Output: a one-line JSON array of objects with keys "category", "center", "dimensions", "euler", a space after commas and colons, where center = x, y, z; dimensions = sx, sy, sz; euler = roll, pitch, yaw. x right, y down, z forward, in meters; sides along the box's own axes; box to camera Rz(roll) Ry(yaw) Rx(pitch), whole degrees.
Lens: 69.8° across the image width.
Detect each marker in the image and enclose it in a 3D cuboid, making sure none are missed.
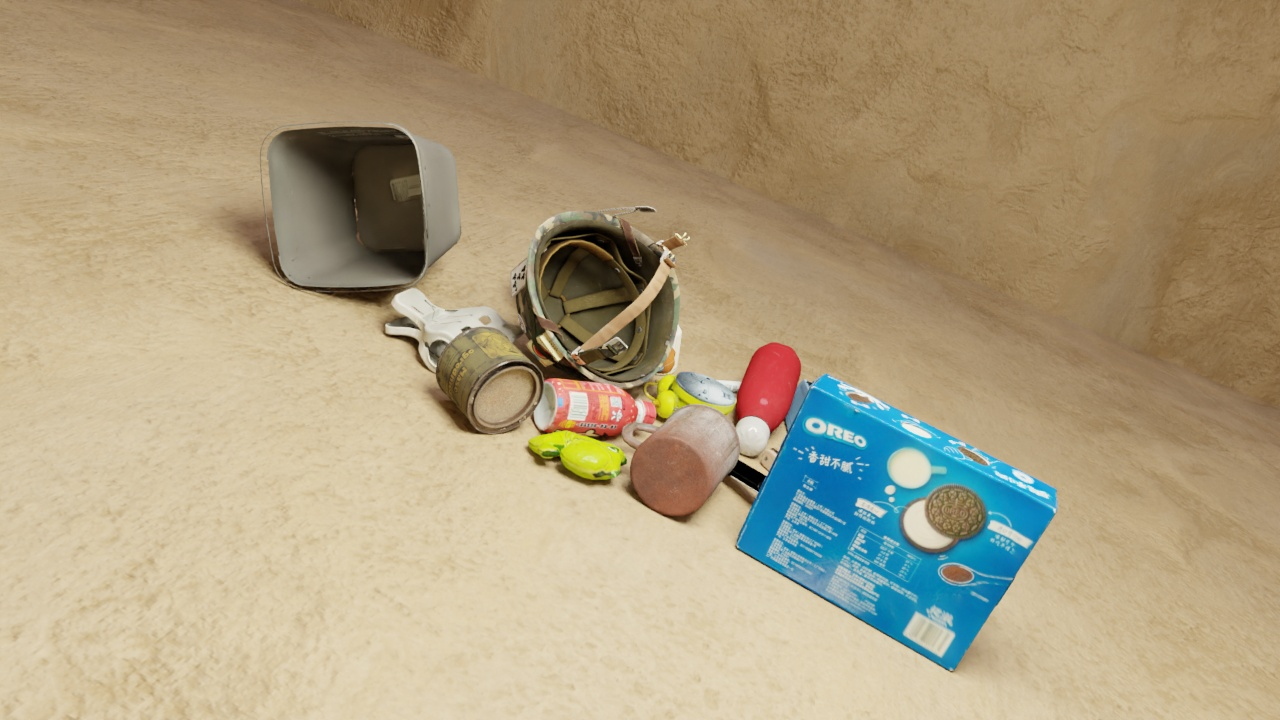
[{"category": "marker", "center": [0.152, 0.039, 1.317], "dimensions": [0.146, 0.017, 0.017], "euler": [5, 27, -37]}]

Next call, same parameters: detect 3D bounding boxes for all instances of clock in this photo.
[{"category": "clock", "center": [0.061, 0.050, 1.147], "dimensions": [0.119, 0.057, 0.083], "euler": [20, 22, -4]}]

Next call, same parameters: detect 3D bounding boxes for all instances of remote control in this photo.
[{"category": "remote control", "center": [0.104, 0.120, 1.041], "dimensions": [0.028, 0.012, 0.124], "euler": [-10, 24, -34]}]

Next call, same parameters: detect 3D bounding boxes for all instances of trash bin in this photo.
[{"category": "trash bin", "center": [-0.336, -0.202, 1.177], "dimensions": [0.197, 0.197, 0.219], "euler": [0, 13, 6]}]

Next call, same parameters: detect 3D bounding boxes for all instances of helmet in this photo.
[{"category": "helmet", "center": [-0.046, -0.070, 1.072], "dimensions": [0.237, 0.192, 0.224], "euler": [9, -36, 44]}]

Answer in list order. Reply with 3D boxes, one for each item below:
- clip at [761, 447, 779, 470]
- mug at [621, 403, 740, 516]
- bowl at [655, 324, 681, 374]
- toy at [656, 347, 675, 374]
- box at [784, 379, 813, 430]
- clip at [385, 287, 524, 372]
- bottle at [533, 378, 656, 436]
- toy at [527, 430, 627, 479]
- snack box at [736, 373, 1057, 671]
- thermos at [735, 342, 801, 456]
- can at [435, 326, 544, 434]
[{"category": "clip", "center": [0.175, 0.129, 1.109], "dimensions": [0.049, 0.026, 0.061], "euler": [14, 24, -23]}, {"category": "mug", "center": [0.033, 0.097, 0.963], "dimensions": [0.123, 0.096, 0.110], "euler": [19, 16, 16]}, {"category": "bowl", "center": [0.007, -0.035, 1.292], "dimensions": [0.115, 0.063, 0.115], "euler": [18, 21, -8]}, {"category": "toy", "center": [-0.007, 0.007, 1.177], "dimensions": [0.090, 0.071, 0.102], "euler": [7, 30, 39]}, {"category": "box", "center": [0.233, 0.091, 1.201], "dimensions": [0.052, 0.067, 0.209], "euler": [26, 20, -8]}, {"category": "clip", "center": [-0.227, -0.027, 1.081], "dimensions": [0.151, 0.089, 0.125], "euler": [14, 18, 11]}, {"category": "bottle", "center": [-0.047, 0.055, 1.025], "dimensions": [0.137, 0.062, 0.062], "euler": [8, 25, -32]}, {"category": "toy", "center": [-0.063, 0.096, 0.949], "dimensions": [0.093, 0.036, 0.094], "euler": [28, 19, 38]}, {"category": "snack box", "center": [0.233, 0.151, 0.870], "dimensions": [0.239, 0.196, 0.056], "euler": [28, 26, 16]}, {"category": "thermos", "center": [0.163, 0.053, 1.212], "dimensions": [0.073, 0.073, 0.239], "euler": [24, 29, 6]}, {"category": "can", "center": [-0.157, 0.021, 0.962], "dimensions": [0.089, 0.090, 0.074], "euler": [1, 29, -42]}]
